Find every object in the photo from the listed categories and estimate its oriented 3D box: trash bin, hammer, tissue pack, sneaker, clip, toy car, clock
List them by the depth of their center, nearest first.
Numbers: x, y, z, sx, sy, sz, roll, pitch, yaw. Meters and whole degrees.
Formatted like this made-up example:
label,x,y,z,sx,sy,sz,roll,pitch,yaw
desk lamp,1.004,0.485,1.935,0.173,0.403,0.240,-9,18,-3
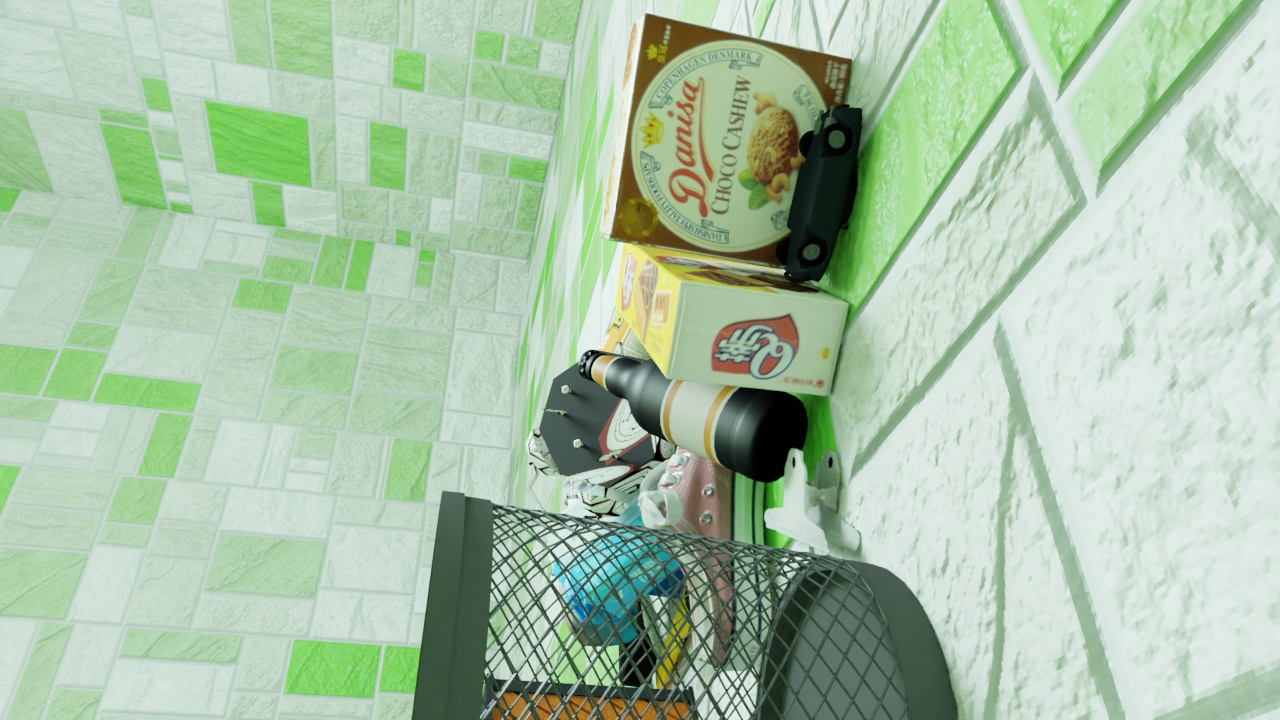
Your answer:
label,x,y,z,sx,sy,sz,roll,pitch,yaw
trash bin,0.004,0.184,0.449,0.218,0.227,0.217,-173,91,-79
clip,0.110,0.082,0.552,0.102,0.050,0.058,176,108,-78
toy car,0.115,-0.103,0.576,0.046,0.034,0.112,-148,69,-76
sneaker,0.041,0.103,0.669,0.119,0.088,0.240,112,163,-53
trash bin,-0.047,0.357,0.729,0.139,0.171,0.140,-102,22,-59
clock,-0.037,0.065,0.751,0.154,0.115,0.065,-54,-27,2
tissue pack,-0.013,0.150,0.783,0.093,0.144,0.062,50,180,43
hammer,-0.022,0.238,0.995,0.328,0.039,0.131,-114,35,-73

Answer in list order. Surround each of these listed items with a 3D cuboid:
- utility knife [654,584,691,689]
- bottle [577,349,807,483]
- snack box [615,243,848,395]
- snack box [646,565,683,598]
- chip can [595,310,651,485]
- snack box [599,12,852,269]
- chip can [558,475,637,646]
label,x,y,z,sx,sy,sz,roll,pitch,yaw
utility knife,0.027,0.257,0.821,0.030,0.017,0.179,-88,12,-49
bottle,0.024,0.026,0.630,0.182,0.059,0.059,21,106,41
snack box,0.051,-0.040,0.657,0.230,0.110,0.062,-123,41,-73
snack box,0.015,0.159,0.897,0.151,0.034,0.087,-128,47,-75
chip can,-0.005,0.005,0.831,0.215,0.075,0.075,-63,13,2
snack box,0.055,-0.140,0.611,0.041,0.147,0.143,-142,60,-76
chip can,-0.040,0.153,0.884,0.080,0.079,0.229,113,161,-53
